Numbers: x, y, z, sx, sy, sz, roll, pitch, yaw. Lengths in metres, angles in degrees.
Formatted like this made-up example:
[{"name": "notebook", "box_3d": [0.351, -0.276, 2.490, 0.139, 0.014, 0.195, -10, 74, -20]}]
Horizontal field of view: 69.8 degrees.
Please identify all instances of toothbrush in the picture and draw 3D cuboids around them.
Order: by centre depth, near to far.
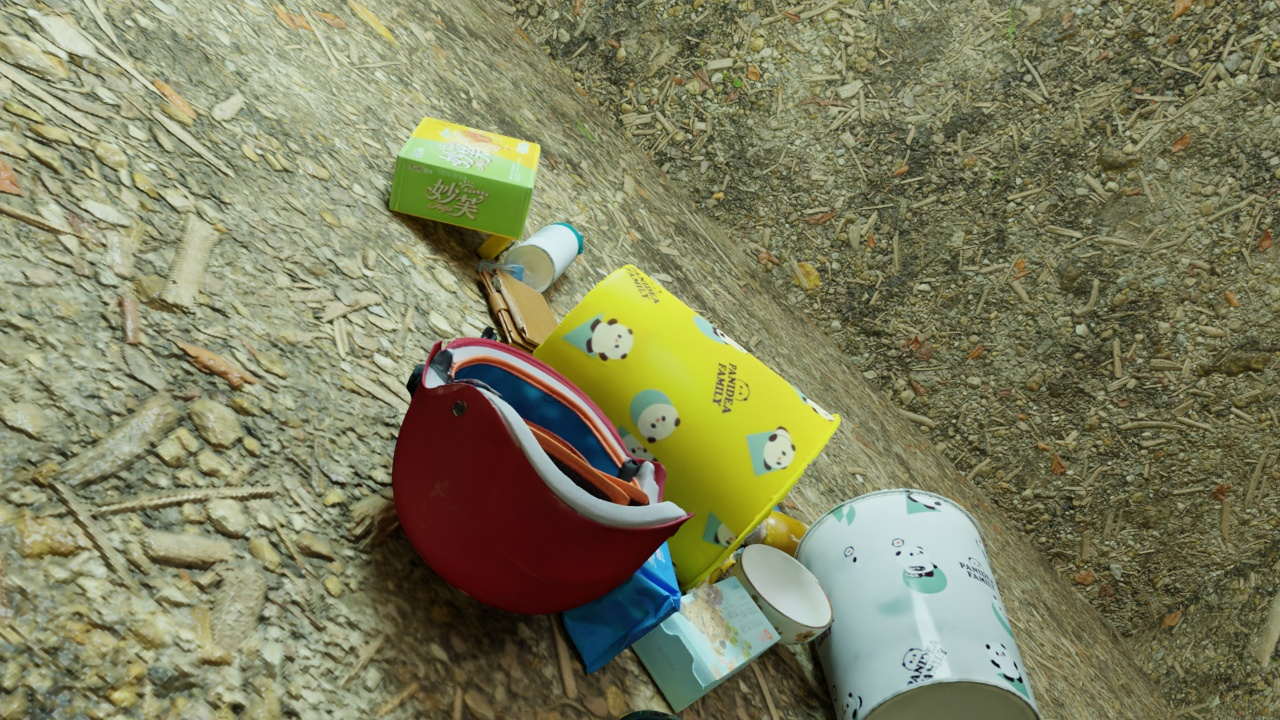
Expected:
[{"name": "toothbrush", "box_3d": [0.084, 0.226, 0.980, 0.016, 0.018, 0.191, 49, 17, 13]}]

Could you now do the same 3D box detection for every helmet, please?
[{"name": "helmet", "box_3d": [-0.092, 0.089, 0.672, 0.207, 0.144, 0.240, 32, 8, -24]}]

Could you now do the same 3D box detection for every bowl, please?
[{"name": "bowl", "box_3d": [0.136, 0.253, 0.954, 0.113, 0.062, 0.113, 29, 21, -13]}]

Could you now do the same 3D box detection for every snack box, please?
[{"name": "snack box", "box_3d": [0.061, 0.248, 0.819, 0.074, 0.052, 0.174, 52, 18, 20]}, {"name": "snack box", "box_3d": [-0.209, -0.228, 1.130, 0.157, 0.070, 0.209, 12, 25, -9]}]

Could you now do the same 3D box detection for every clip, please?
[{"name": "clip", "box_3d": [-0.173, -0.109, 1.119, 0.058, 0.027, 0.045, 7, 12, -34]}]

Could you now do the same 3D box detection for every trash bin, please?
[{"name": "trash bin", "box_3d": [0.026, 0.055, 0.908, 0.255, 0.230, 0.229, 42, 17, 6]}, {"name": "trash bin", "box_3d": [0.293, 0.304, 0.978, 0.229, 0.230, 0.251, 40, 23, -20]}]

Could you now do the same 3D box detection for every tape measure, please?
[{"name": "tape measure", "box_3d": [-0.177, -0.146, 1.147, 0.029, 0.057, 0.060, 46, -24, -12]}]

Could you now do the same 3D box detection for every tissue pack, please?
[{"name": "tissue pack", "box_3d": [-0.023, 0.164, 0.738, 0.052, 0.095, 0.157, 39, 20, -31]}]

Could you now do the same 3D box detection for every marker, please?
[{"name": "marker", "box_3d": [-0.165, -0.006, 0.918, 0.130, 0.018, 0.023, -76, 164, -72]}]

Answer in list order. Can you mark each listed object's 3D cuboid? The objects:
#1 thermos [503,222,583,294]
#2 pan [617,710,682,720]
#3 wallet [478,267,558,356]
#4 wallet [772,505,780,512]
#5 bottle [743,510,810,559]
[{"name": "thermos", "box_3d": [-0.129, -0.144, 1.248, 0.073, 0.073, 0.223, 44, 16, -7]}, {"name": "pan", "box_3d": [0.059, 0.356, 0.521, 0.197, 0.078, 0.356, 36, 19, -29]}, {"name": "wallet", "box_3d": [-0.132, -0.048, 1.076, 0.107, 0.031, 0.131, 30, 21, -47]}, {"name": "wallet", "box_3d": [0.135, 0.178, 1.188, 0.133, 0.040, 0.106, 31, 18, -39]}, {"name": "bottle", "box_3d": [0.183, 0.229, 1.127, 0.189, 0.068, 0.068, 32, 22, -39]}]
